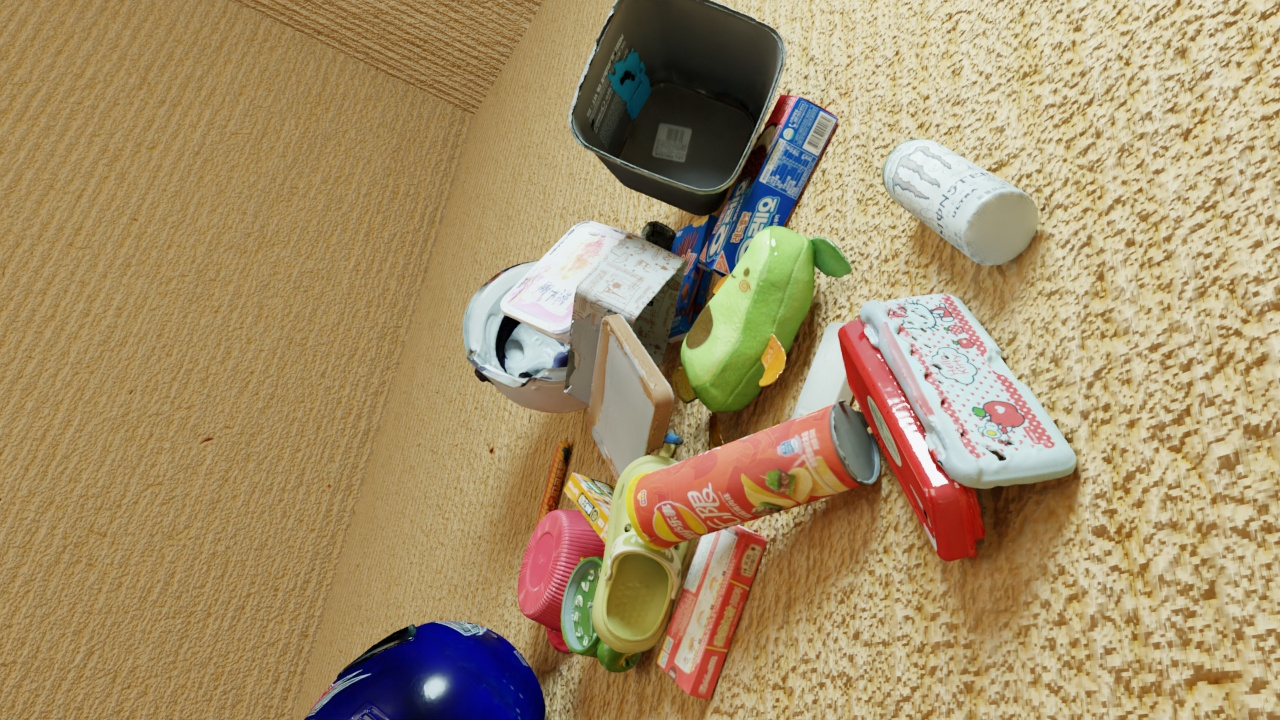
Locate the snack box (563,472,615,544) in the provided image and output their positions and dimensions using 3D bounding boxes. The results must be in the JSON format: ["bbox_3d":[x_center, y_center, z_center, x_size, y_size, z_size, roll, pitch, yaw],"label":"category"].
[{"bbox_3d":[-0.022,0.173,0.994,0.026,0.075,0.154,-64,31,7],"label":"snack box"}]

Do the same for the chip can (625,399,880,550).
[{"bbox_3d":[0.089,0.101,0.766,0.217,0.073,0.073,-24,46,35],"label":"chip can"}]

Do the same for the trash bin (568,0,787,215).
[{"bbox_3d":[0.044,-0.280,1.061,0.220,0.198,0.199,40,-106,-85],"label":"trash bin"}]

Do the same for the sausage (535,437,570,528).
[{"bbox_3d":[-0.126,0.188,1.317,0.022,0.021,0.165,-25,48,60],"label":"sausage"}]

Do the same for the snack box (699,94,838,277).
[{"bbox_3d":[0.138,-0.184,1.006,0.208,0.057,0.058,-64,20,12],"label":"snack box"}]

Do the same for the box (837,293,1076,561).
[{"bbox_3d":[0.217,0.032,0.643,0.101,0.095,0.201,-19,37,5],"label":"box"}]

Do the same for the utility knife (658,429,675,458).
[{"bbox_3d":[0.000,0.170,1.048,0.195,0.020,0.031,-62,17,-3],"label":"utility knife"}]

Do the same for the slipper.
[{"bbox_3d":[0.010,0.185,0.872,0.082,0.091,0.190,142,143,-78],"label":"slipper"}]

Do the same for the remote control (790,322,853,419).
[{"bbox_3d":[0.162,0.032,0.802,0.135,0.019,0.056,-69,22,-1],"label":"remote control"}]

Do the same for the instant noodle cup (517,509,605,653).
[{"bbox_3d":[-0.097,0.256,1.133,0.194,0.066,0.193,-50,27,38],"label":"instant noodle cup"}]

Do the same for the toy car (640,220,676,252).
[{"bbox_3d":[0.018,-0.131,1.233,0.037,0.054,0.120,-31,42,53],"label":"toy car"}]

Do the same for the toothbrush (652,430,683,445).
[{"bbox_3d":[0.013,0.087,1.079,0.014,0.016,0.190,-70,17,-6],"label":"toothbrush"}]

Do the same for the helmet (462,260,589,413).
[{"bbox_3d":[-0.112,-0.023,1.265,0.259,0.146,0.228,20,62,40],"label":"helmet"}]

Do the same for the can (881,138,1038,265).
[{"bbox_3d":[0.243,-0.126,0.711,0.058,0.058,0.146,-60,24,20],"label":"can"}]

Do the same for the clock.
[{"bbox_3d":[-0.029,0.264,0.969,0.161,0.056,0.116,-7,69,59],"label":"clock"}]

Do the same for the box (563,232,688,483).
[{"bbox_3d":[-0.019,0.004,1.006,0.271,0.130,0.180,-89,8,-45],"label":"box"}]

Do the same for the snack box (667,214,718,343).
[{"bbox_3d":[0.057,-0.100,1.152,0.085,0.026,0.157,-16,55,62],"label":"snack box"}]

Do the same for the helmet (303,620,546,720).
[{"bbox_3d":[-0.246,0.433,1.077,0.239,0.247,0.317,-35,2,-43],"label":"helmet"}]

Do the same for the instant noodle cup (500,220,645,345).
[{"bbox_3d":[-0.074,-0.090,1.155,0.138,0.060,0.173,24,66,41],"label":"instant noodle cup"}]

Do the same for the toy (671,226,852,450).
[{"bbox_3d":[0.101,-0.027,0.904,0.247,0.090,0.226,-63,24,23],"label":"toy"}]

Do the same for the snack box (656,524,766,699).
[{"bbox_3d":[0.064,0.224,0.845,0.075,0.025,0.153,11,80,67],"label":"snack box"}]
